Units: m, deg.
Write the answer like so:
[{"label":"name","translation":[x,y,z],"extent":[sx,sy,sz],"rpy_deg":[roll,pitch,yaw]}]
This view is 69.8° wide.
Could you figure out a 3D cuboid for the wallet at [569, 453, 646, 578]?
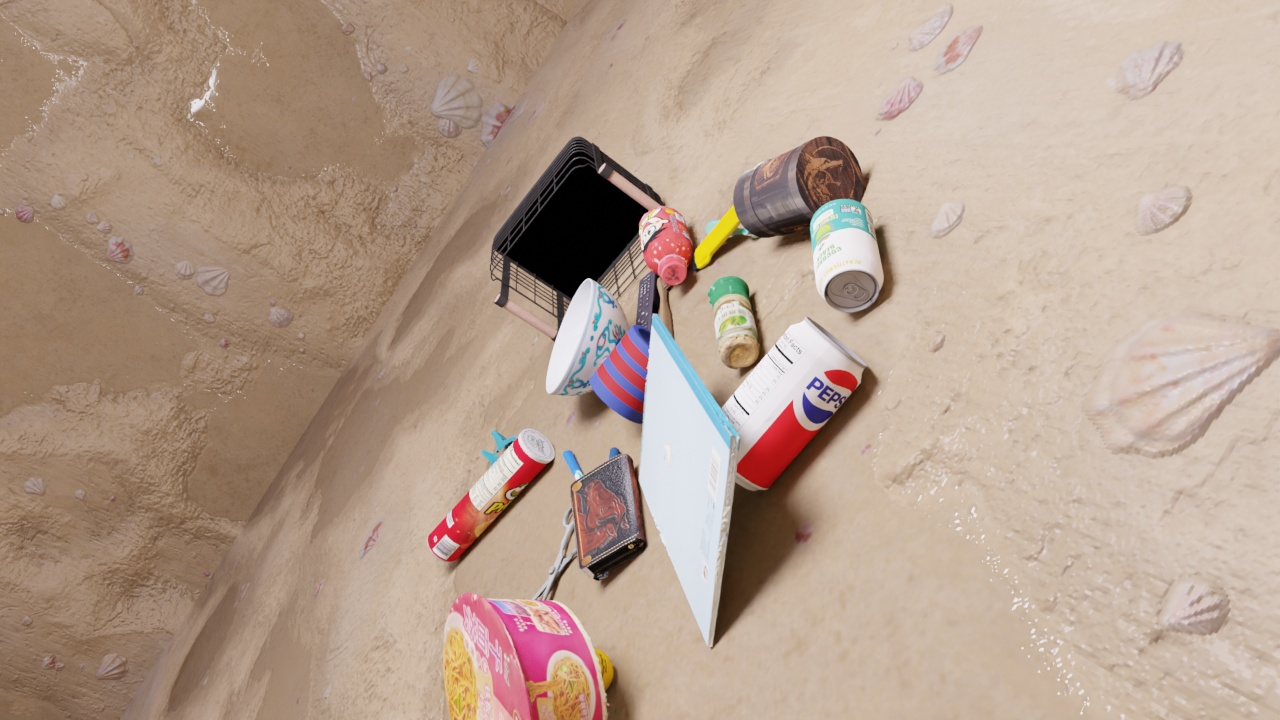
[{"label":"wallet","translation":[-0.032,0.151,0.902],"extent":[0.072,0.019,0.123],"rpy_deg":[-33,33,14]}]

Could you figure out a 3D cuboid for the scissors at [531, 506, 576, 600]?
[{"label":"scissors","translation":[-0.088,0.209,0.969],"extent":[0.142,0.014,0.161],"rpy_deg":[-43,26,21]}]

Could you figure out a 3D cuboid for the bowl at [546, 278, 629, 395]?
[{"label":"bowl","translation":[-0.052,-0.017,1.092],"extent":[0.144,0.074,0.144],"rpy_deg":[-161,91,-75]}]

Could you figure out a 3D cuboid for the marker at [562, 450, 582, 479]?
[{"label":"marker","translation":[-0.067,0.133,1.028],"extent":[0.013,0.013,0.142],"rpy_deg":[-55,23,5]}]

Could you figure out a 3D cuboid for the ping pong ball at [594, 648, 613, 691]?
[{"label":"ping pong ball","translation":[-0.043,0.264,0.777],"extent":[0.040,0.040,0.040],"rpy_deg":[-44,27,28]}]

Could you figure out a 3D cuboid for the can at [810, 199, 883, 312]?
[{"label":"can","translation":[0.175,-0.090,0.784],"extent":[0.055,0.055,0.101],"rpy_deg":[-40,29,34]}]

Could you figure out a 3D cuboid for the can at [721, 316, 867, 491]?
[{"label":"can","translation":[0.112,0.035,0.728],"extent":[0.132,0.070,0.070],"rpy_deg":[-51,24,13]}]

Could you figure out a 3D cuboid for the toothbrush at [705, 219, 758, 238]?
[{"label":"toothbrush","translation":[0.101,-0.149,1.052],"extent":[0.135,0.017,0.022],"rpy_deg":[-155,71,-66]}]

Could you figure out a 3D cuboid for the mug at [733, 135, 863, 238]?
[{"label":"mug","translation":[0.164,-0.175,0.906],"extent":[0.115,0.080,0.107],"rpy_deg":[-35,13,-25]}]

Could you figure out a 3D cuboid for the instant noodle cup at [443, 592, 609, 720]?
[{"label":"instant noodle cup","translation":[-0.093,0.271,0.745],"extent":[0.179,0.077,0.179],"rpy_deg":[11,103,57]}]

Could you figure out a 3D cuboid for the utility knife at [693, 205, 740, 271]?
[{"label":"utility knife","translation":[0.096,-0.148,1.021],"extent":[0.165,0.017,0.030],"rpy_deg":[130,136,-59]}]

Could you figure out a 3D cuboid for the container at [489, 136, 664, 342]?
[{"label":"container","translation":[-0.084,-0.163,1.245],"extent":[0.242,0.162,0.130],"rpy_deg":[-47,25,21]}]

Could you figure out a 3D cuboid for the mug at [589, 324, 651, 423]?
[{"label":"mug","translation":[-0.006,0.006,0.987],"extent":[0.076,0.075,0.112],"rpy_deg":[-51,27,14]}]

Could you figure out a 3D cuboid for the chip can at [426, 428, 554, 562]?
[{"label":"chip can","translation":[-0.194,0.175,1.171],"extent":[0.215,0.052,0.051],"rpy_deg":[-47,25,23]}]

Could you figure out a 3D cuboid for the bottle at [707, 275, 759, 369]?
[{"label":"bottle","translation":[0.091,-0.038,0.899],"extent":[0.043,0.043,0.110],"rpy_deg":[-44,27,28]}]

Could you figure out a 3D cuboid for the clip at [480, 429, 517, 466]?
[{"label":"clip","translation":[-0.194,0.146,1.246],"extent":[0.130,0.031,0.121],"rpy_deg":[-18,48,55]}]

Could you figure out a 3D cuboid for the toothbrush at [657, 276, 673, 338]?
[{"label":"toothbrush","translation":[0.030,-0.055,1.073],"extent":[0.016,0.016,0.166],"rpy_deg":[-44,26,28]}]

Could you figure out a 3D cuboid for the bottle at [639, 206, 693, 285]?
[{"label":"bottle","translation":[0.033,-0.135,1.112],"extent":[0.062,0.062,0.137],"rpy_deg":[-47,24,21]}]

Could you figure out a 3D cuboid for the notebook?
[{"label":"notebook","translation":[0.033,0.086,0.774],"extent":[0.253,0.009,0.181],"rpy_deg":[-118,30,-64]}]

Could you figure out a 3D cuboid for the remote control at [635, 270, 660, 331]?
[{"label":"remote control","translation":[0.009,-0.058,1.117],"extent":[0.032,0.015,0.136],"rpy_deg":[-39,32,36]}]

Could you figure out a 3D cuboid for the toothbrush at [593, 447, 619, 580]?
[{"label":"toothbrush","translation":[-0.034,0.152,0.935],"extent":[0.014,0.014,0.167],"rpy_deg":[-28,34,29]}]
